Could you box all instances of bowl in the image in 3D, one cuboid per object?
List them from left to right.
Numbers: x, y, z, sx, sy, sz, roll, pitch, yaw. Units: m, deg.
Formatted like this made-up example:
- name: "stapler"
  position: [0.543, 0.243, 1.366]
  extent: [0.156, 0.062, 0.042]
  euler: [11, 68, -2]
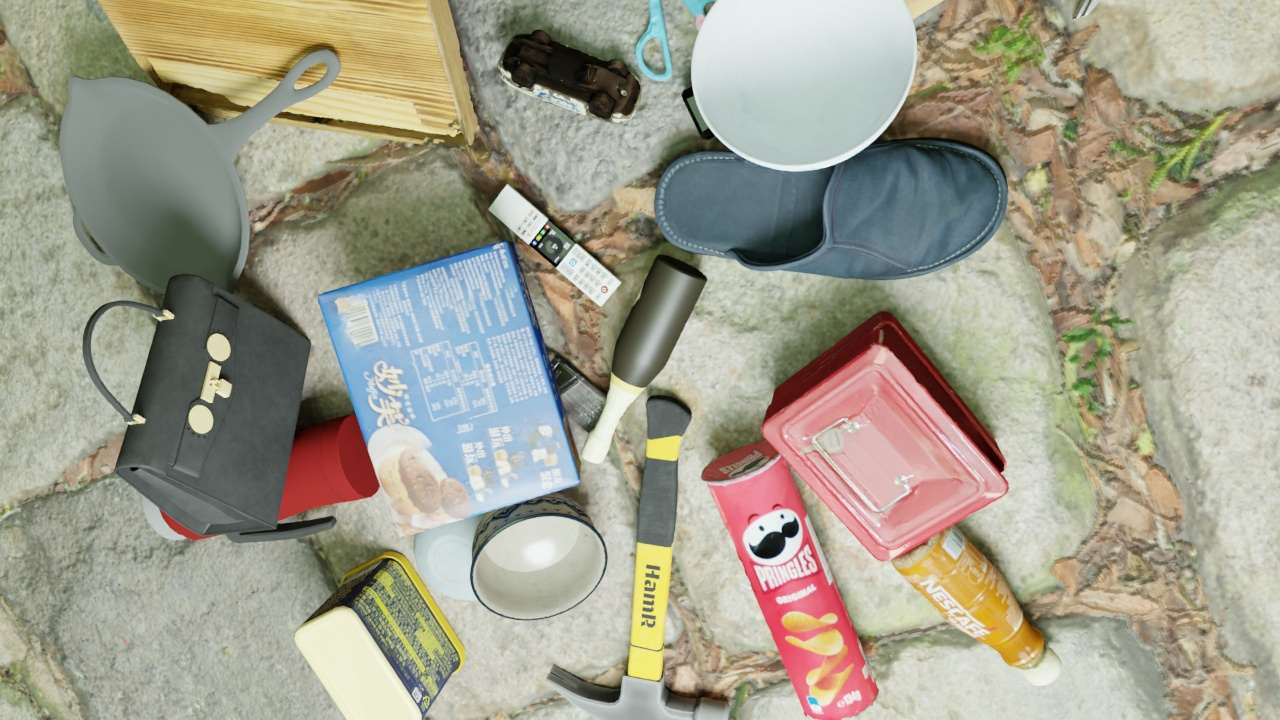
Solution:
- name: "bowl"
  position: [-0.162, 0.175, 0.838]
  extent: [0.106, 0.039, 0.106]
  euler: [3, 105, 10]
- name: "bowl"
  position: [-0.091, 0.159, 0.787]
  extent: [0.115, 0.059, 0.116]
  euler: [-8, 121, -13]
- name: "bowl"
  position: [0.113, -0.190, 0.626]
  extent: [0.144, 0.074, 0.144]
  euler: [-2, 84, 15]

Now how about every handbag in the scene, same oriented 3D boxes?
- name: "handbag"
  position: [-0.357, 0.020, 0.717]
  extent: [0.072, 0.196, 0.175]
  euler: [-7, 60, 12]

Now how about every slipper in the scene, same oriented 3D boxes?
- name: "slipper"
  position: [0.139, -0.112, 0.684]
  extent: [0.266, 0.083, 0.109]
  euler: [3, 103, 8]

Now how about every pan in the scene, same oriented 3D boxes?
- name: "pan"
  position: [-0.362, -0.167, 0.760]
  extent: [0.355, 0.024, 0.216]
  euler: [-21, 107, 30]

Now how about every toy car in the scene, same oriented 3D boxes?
- name: "toy car"
  position: [-0.054, -0.217, 0.714]
  extent: [0.113, 0.041, 0.048]
  euler: [21, 67, -1]

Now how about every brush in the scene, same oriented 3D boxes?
- name: "brush"
  position: [-0.082, 0.010, 0.793]
  extent: [0.151, 0.012, 0.039]
  euler: [39, 106, -2]

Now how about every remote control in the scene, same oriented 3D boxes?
- name: "remote control"
  position: [-0.071, -0.096, 0.764]
  extent: [0.124, 0.011, 0.028]
  euler: [41, 108, -2]

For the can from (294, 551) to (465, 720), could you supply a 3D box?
- name: "can"
  position: [-0.236, 0.262, 0.841]
  extent: [0.075, 0.104, 0.135]
  euler: [-28, 98, 16]

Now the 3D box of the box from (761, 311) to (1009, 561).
- name: "box"
  position: [0.191, 0.058, 0.720]
  extent: [0.130, 0.097, 0.157]
  euler: [-38, 98, 22]

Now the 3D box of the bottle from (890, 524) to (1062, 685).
- name: "bottle"
  position: [0.279, 0.200, 0.751]
  extent: [0.167, 0.059, 0.059]
  euler: [45, 108, -6]

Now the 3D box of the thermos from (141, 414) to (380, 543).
- name: "thermos"
  position: [-0.338, 0.117, 0.837]
  extent: [0.199, 0.083, 0.108]
  euler: [-13, 118, 12]

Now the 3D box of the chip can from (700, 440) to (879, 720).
- name: "chip can"
  position: [0.127, 0.186, 0.770]
  extent: [0.073, 0.073, 0.233]
  euler: [-20, 101, 15]

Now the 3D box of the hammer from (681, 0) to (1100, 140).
- name: "hammer"
  position: [0.184, -0.254, 0.662]
  extent: [0.329, 0.039, 0.131]
  euler: [-25, 100, 16]

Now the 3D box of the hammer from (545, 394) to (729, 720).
- name: "hammer"
  position: [0.006, 0.188, 0.816]
  extent: [0.170, 0.034, 0.325]
  euler: [7, 104, 10]

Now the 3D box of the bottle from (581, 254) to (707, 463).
- name: "bottle"
  position: [-0.004, 0.004, 0.757]
  extent: [0.045, 0.045, 0.185]
  euler: [27, 106, 3]

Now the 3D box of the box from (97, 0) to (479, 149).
- name: "box"
  position: [-0.252, -0.360, 0.677]
  extent: [0.279, 0.285, 0.337]
  euler: [11, 148, 7]

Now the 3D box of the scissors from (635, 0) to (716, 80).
- name: "scissors"
  position: [0.009, -0.278, 0.705]
  extent: [0.095, 0.015, 0.142]
  euler: [-38, 89, 17]

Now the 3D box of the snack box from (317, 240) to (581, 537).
- name: "snack box"
  position: [-0.149, 0.020, 0.748]
  extent: [0.155, 0.069, 0.203]
  euler: [-17, 98, -2]
